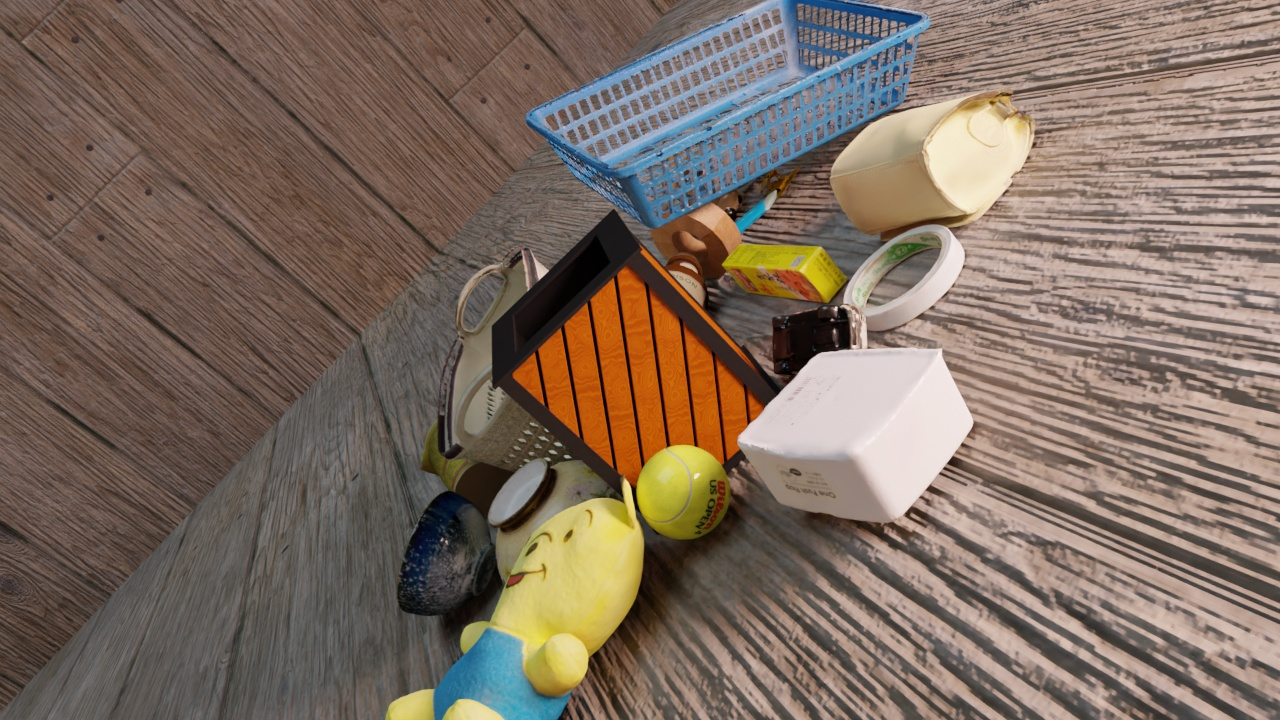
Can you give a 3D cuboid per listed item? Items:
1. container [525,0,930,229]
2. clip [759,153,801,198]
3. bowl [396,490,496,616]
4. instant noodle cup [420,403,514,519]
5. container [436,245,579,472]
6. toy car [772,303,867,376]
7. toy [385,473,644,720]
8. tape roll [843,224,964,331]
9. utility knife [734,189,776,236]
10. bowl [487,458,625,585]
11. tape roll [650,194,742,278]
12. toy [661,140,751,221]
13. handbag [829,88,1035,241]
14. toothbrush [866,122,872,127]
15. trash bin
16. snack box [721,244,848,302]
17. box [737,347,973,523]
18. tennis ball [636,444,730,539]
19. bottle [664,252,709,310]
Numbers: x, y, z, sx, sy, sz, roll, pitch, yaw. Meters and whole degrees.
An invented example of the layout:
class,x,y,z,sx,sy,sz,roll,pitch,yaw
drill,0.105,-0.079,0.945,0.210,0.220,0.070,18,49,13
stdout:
class,x,y,z,sx,sy,sz,roll,pitch,yaw
container,0.088,-0.267,0.964,0.361,0.089,0.257,-29,35,-12
clip,0.149,-0.202,1.018,0.047,0.047,0.054,13,59,38
bowl,-0.166,0.181,0.833,0.114,0.061,0.114,16,-91,-78
instant noodle cup,-0.168,0.109,0.962,0.100,0.100,0.112,-46,29,0
container,-0.114,0.006,0.915,0.185,0.143,0.251,-55,23,16
toy car,0.131,-0.014,0.676,0.113,0.040,0.048,172,98,-67
toy,-0.069,0.185,0.630,0.213,0.084,0.149,-54,19,-27
tape roll,0.193,-0.061,0.679,0.094,0.018,0.093,-38,21,18
utility knife,0.085,-0.126,1.014,0.175,0.015,0.031,-37,19,26
bowl,-0.084,0.131,0.787,0.145,0.063,0.145,-39,21,18
tape roll,0.058,-0.128,0.957,0.094,0.094,0.027,-13,38,55
toy,0.072,-0.200,1.061,0.134,0.108,0.105,-40,44,16
handbag,0.228,-0.156,0.713,0.111,0.081,0.119,-44,18,-18
toothbrush,0.215,-0.187,0.880,0.013,0.013,0.166,-21,31,32
trash bin,-0.004,0.004,0.714,0.140,0.172,0.139,-43,21,7
snack box,0.124,-0.079,0.813,0.029,0.040,0.148,-48,20,-8
box,0.137,0.055,0.549,0.102,0.095,0.107,-42,22,-25
tennis ball,0.030,0.091,0.638,0.065,0.065,0.065,-39,22,18
bottle,0.031,-0.054,0.906,0.068,0.068,0.156,-31,25,34
